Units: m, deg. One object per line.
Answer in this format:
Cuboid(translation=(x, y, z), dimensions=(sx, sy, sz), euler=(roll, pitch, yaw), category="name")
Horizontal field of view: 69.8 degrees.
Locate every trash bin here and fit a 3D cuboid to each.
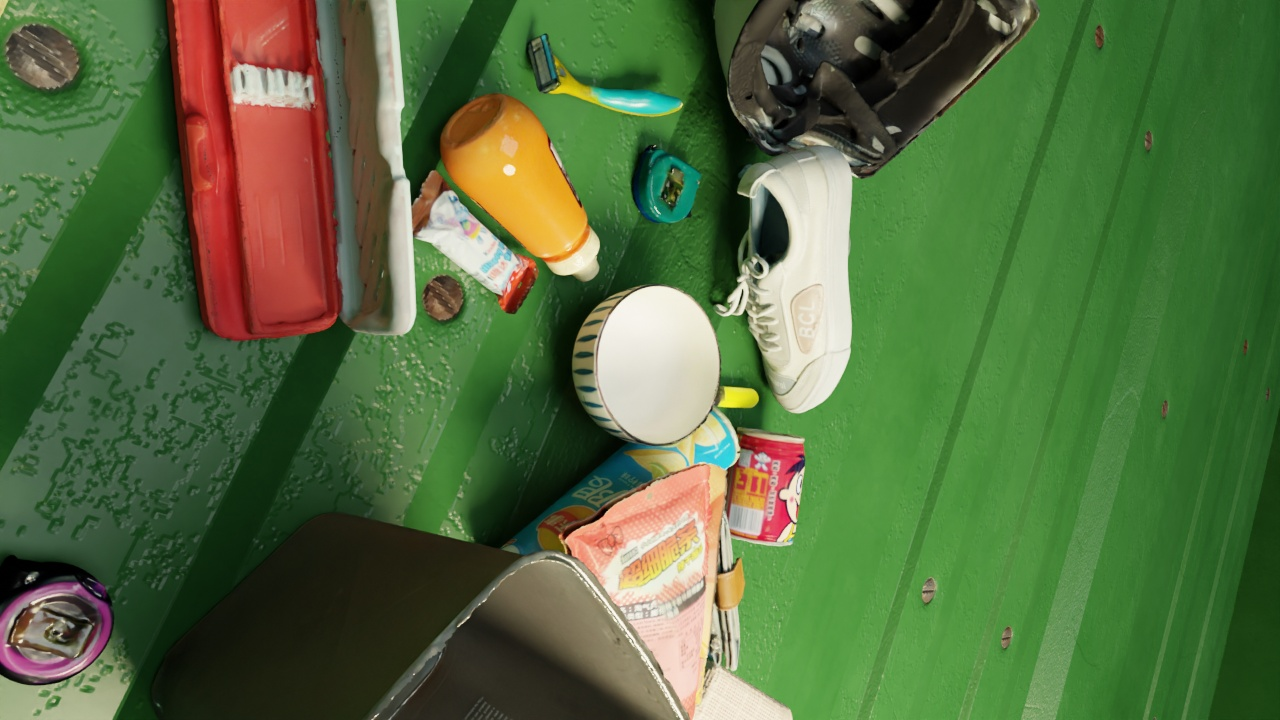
Cuboid(translation=(-0.126, 0.198, 0.489), dimensions=(0.198, 0.220, 0.199), euler=(-47, 124, -29), category="trash bin")

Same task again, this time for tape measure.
Cuboid(translation=(-0.290, 0.128, 0.449), dimensions=(0.058, 0.039, 0.057), euler=(34, 73, -41), category="tape measure")
Cuboid(translation=(0.021, -0.134, 0.716), dimensions=(0.058, 0.025, 0.054), euler=(19, 81, -42), category="tape measure")

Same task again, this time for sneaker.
Cuboid(translation=(0.116, -0.053, 0.760), dimensions=(0.090, 0.089, 0.243), euler=(-17, 124, -22), category="sneaker")

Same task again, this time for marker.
Cuboid(translation=(0.054, 0.029, 0.778), dimensions=(0.124, 0.015, 0.018), euler=(5, 91, -41), category="marker")

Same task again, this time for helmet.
Cuboid(translation=(0.162, -0.282, 0.725), dimensions=(0.273, 0.231, 0.156), euler=(8, 48, -40), category="helmet")

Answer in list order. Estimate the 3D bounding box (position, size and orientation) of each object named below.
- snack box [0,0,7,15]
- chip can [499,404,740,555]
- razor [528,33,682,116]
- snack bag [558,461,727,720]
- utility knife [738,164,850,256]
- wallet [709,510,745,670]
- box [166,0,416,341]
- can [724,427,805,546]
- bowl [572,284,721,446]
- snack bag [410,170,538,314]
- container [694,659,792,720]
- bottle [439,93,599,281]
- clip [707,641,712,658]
Cuboid(translation=(-0.327, -0.146, 0.362), dimensions=(0.114, 0.063, 0.240), euler=(25, 79, -42), category="snack box")
Cuboid(translation=(-0.016, 0.109, 0.683), dimensions=(0.209, 0.071, 0.071), euler=(-38, 120, -34), category="chip can")
Cuboid(translation=(-0.022, -0.197, 0.665), dimensions=(0.132, 0.028, 0.043), euler=(2, 63, -41), category="razor")
Cuboid(translation=(0.004, 0.180, 0.636), dimensions=(0.128, 0.073, 0.208), euler=(-15, 115, -32), category="snack bag")
Cuboid(translation=(0.145, -0.139, 0.844), dimensions=(0.182, 0.019, 0.031), euler=(20, 76, -38), category="utility knife")
Cuboid(translation=(0.065, 0.170, 0.743), dimensions=(0.037, 0.106, 0.130), euler=(-7, 95, 0), category="wallet")
Cuboid(translation=(-0.180, -0.110, 0.480), dimensions=(0.094, 0.100, 0.201), euler=(-11, 102, -43), category="box")
Cuboid(translation=(0.107, 0.109, 0.801), dimensions=(0.066, 0.067, 0.094), euler=(8, 89, -44), category="can")
Cuboid(translation=(-0.004, 0.004, 0.678), dimensions=(0.116, 0.066, 0.116), euler=(1, 88, -38), category="bowl")
Cuboid(translation=(-0.109, -0.075, 0.601), dimensions=(0.105, 0.026, 0.045), euler=(41, 71, -36), category="snack bag")
Cuboid(translation=(0.051, 0.297, 0.761), dimensions=(0.111, 0.090, 0.090), euler=(45, 65, -34), category="container")
Cuboid(translation=(-0.070, -0.105, 0.614), dimensions=(0.066, 0.067, 0.149), euler=(-59, 137, -21), category="bottle")
Cuboid(translation=(0.052, 0.237, 0.800), dimensions=(0.025, 0.037, 0.058), euler=(-55, 127, -21), category="clip")
